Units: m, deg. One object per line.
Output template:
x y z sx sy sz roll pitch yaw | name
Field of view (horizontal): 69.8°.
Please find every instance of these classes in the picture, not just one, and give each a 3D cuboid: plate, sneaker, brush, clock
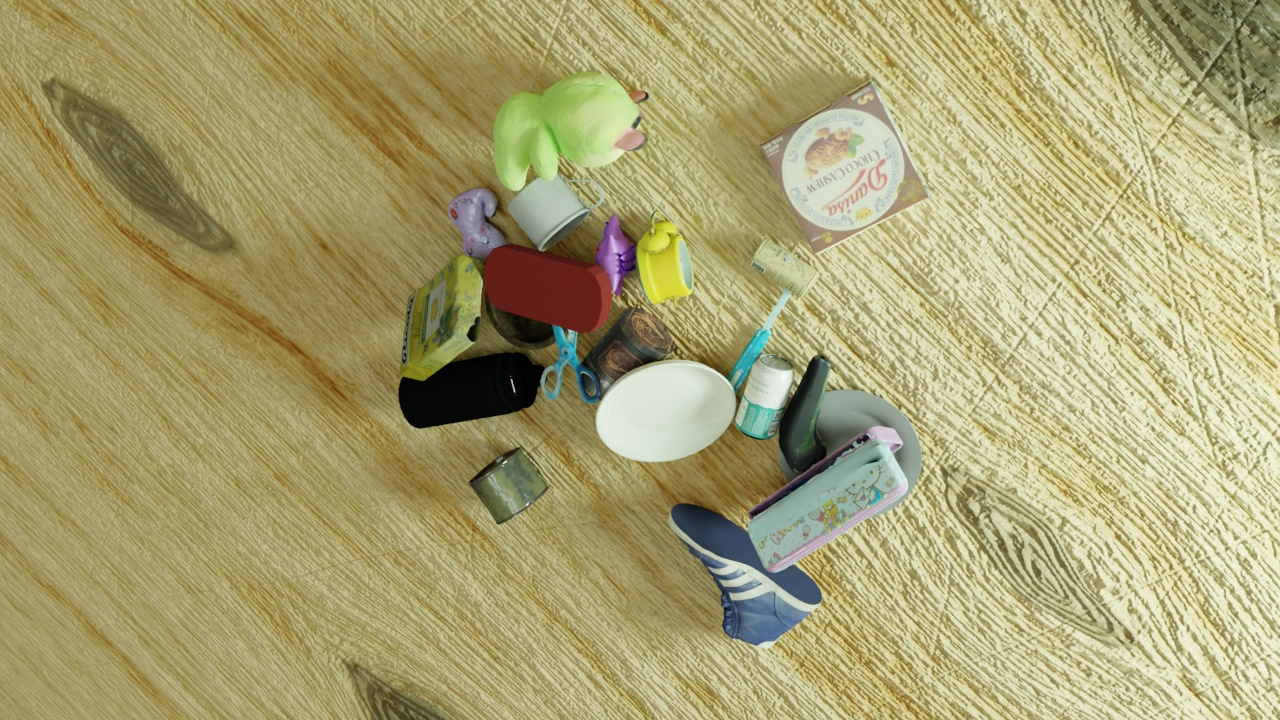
0.266 0.119 1.170 0.178 0.012 0.178 6 111 17 | plate
0.116 0.300 1.251 0.233 0.091 0.119 30 119 -2 | sneaker
0.031 0.059 1.183 0.182 0.034 0.183 -6 135 -6 | plate
-0.112 -0.092 1.137 0.173 0.041 0.082 17 115 23 | brush
0.026 -0.125 1.130 0.057 0.083 0.119 -10 108 17 | clock

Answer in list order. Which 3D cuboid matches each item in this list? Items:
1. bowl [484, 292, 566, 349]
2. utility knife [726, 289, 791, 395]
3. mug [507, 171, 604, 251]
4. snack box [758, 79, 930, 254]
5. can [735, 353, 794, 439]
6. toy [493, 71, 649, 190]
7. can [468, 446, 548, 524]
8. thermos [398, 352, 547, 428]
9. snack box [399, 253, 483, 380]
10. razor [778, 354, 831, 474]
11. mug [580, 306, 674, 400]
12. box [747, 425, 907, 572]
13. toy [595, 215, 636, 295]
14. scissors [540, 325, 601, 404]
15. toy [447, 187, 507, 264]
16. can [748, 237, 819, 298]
-0.139 -0.080 1.219 0.121 0.056 0.121 6 111 17 | bowl
0.150 -0.022 1.158 0.022 0.015 0.167 33 118 6 | utility knife
-0.105 -0.197 1.154 0.113 0.084 0.070 -38 91 12 | mug
0.232 -0.218 1.045 0.143 0.041 0.147 -26 98 25 | snack box
0.158 0.047 1.159 0.055 0.054 0.102 20 114 12 | can
-0.089 -0.281 1.087 0.197 0.149 0.107 -19 132 25 | toy
-0.189 0.178 1.310 0.090 0.089 0.074 -32 96 26 | can
-0.230 0.039 1.277 0.199 0.086 0.086 -10 105 23 | thermos
-0.264 -0.056 1.207 0.181 0.045 0.121 -26 56 51 | snack box
0.212 0.067 1.140 0.067 0.054 0.151 14 106 -1 | razor
-0.007 0.007 1.194 0.116 0.079 0.107 39 118 -9 | mug
0.237 0.174 1.124 0.215 0.090 0.091 -40 60 27 | box
-0.028 -0.129 1.146 0.056 0.088 0.106 2 109 12 | toy
-0.085 -0.002 1.177 0.118 0.013 0.140 26 114 28 | scissors
-0.213 -0.179 1.222 0.080 0.036 0.100 -22 99 26 | toy
0.174 -0.111 1.106 0.079 0.038 0.038 34 116 5 | can
